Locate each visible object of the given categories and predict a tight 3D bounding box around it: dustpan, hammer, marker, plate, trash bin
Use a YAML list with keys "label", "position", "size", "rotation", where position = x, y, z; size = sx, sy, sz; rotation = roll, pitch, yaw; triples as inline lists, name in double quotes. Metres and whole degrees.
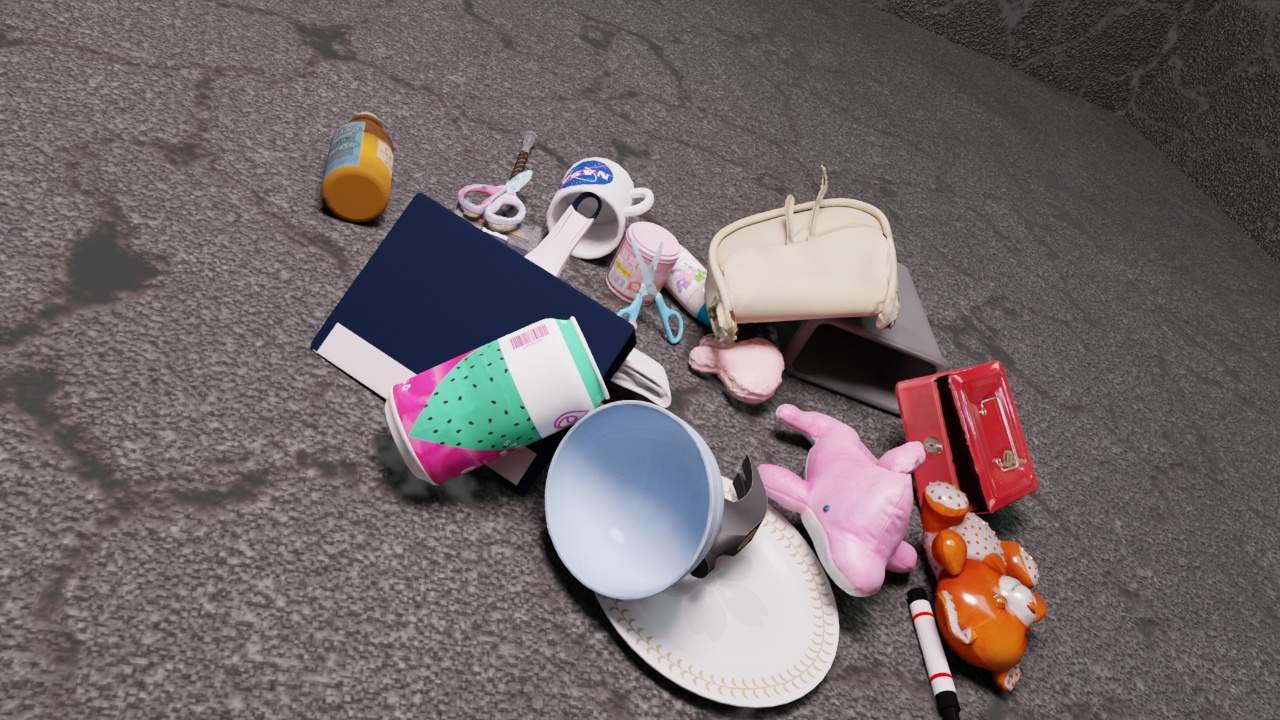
- label: "dustpan"
  position: [-0.120, -0.056, 0.848]
  size: [0.236, 0.273, 0.080]
  rotation: [32, -7, 8]
- label: "hammer"
  position: [-0.020, 0.067, 0.848]
  size: [0.305, 0.040, 0.132]
  rotation: [37, 38, 21]
- label: "marker"
  position: [0.268, 0.272, 0.833]
  size: [0.019, 0.019, 0.145]
  rotation: [18, 37, -15]
- label: "hammer"
  position: [-0.156, -0.212, 1.116]
  size: [0.098, 0.044, 0.321]
  rotation: [21, 34, -12]
- label: "plate"
  position: [0.062, 0.189, 0.795]
  size: [0.242, 0.016, 0.242]
  rotation: [18, 37, -15]
- label: "trash bin"
  position: [0.266, -0.057, 1.167]
  size: [0.191, 0.098, 0.219]
  rotation: [20, 36, -13]

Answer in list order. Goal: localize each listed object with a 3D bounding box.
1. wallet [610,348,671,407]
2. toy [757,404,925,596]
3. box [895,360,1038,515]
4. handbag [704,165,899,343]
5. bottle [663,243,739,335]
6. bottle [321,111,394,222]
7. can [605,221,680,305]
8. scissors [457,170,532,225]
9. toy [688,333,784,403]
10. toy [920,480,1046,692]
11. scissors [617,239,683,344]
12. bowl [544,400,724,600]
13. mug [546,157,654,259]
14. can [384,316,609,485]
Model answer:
- label: "wallet"
  position: [-0.005, 0.006, 0.922]
  size: [0.086, 0.032, 0.116]
  rotation: [29, 8, -12]
- label: "toy"
  position: [0.216, 0.118, 0.889]
  size: [0.186, 0.128, 0.265]
  rotation: [34, 23, -11]
- label: "box"
  position: [0.365, 0.085, 1.012]
  size: [0.129, 0.087, 0.158]
  rotation: [-9, 85, -40]
- label: "handbag"
  position: [0.180, -0.112, 1.014]
  size: [0.229, 0.132, 0.183]
  rotation: [-6, 44, -6]
- label: "bottle"
  position: [0.070, -0.081, 1.097]
  size: [0.051, 0.051, 0.146]
  rotation: [-15, 55, -44]
- label: "bottle"
  position: [-0.303, -0.220, 0.996]
  size: [0.067, 0.068, 0.156]
  rotation: [13, 39, -22]
- label: "can"
  position: [0.003, -0.113, 1.068]
  size: [0.067, 0.076, 0.067]
  rotation: [18, 37, -15]
- label: "scissors"
  position: [-0.149, -0.191, 1.043]
  size: [0.076, 0.017, 0.173]
  rotation: [25, 27, 1]
- label: "toy"
  position: [0.109, 0.003, 1.026]
  size: [0.105, 0.053, 0.108]
  rotation: [23, 35, 10]
- label: "toy"
  position: [0.327, 0.214, 0.878]
  size: [0.164, 0.093, 0.172]
  rotation: [42, 35, -22]
- label: "scissors"
  position: [0.016, -0.063, 1.016]
  size: [0.126, 0.136, 0.015]
  rotation: [29, -11, -39]
- label: "bowl"
  position: [0.006, 0.109, 0.730]
  size: [0.150, 0.151, 0.074]
  rotation: [49, 18, 25]
- label: "mug"
  position: [-0.043, -0.184, 1.095]
  size: [0.121, 0.091, 0.089]
  rotation: [-4, 34, 14]
- label: "can"
  position: [-0.115, 0.031, 0.743]
  size: [0.166, 0.088, 0.088]
  rotation: [-24, 53, -4]
